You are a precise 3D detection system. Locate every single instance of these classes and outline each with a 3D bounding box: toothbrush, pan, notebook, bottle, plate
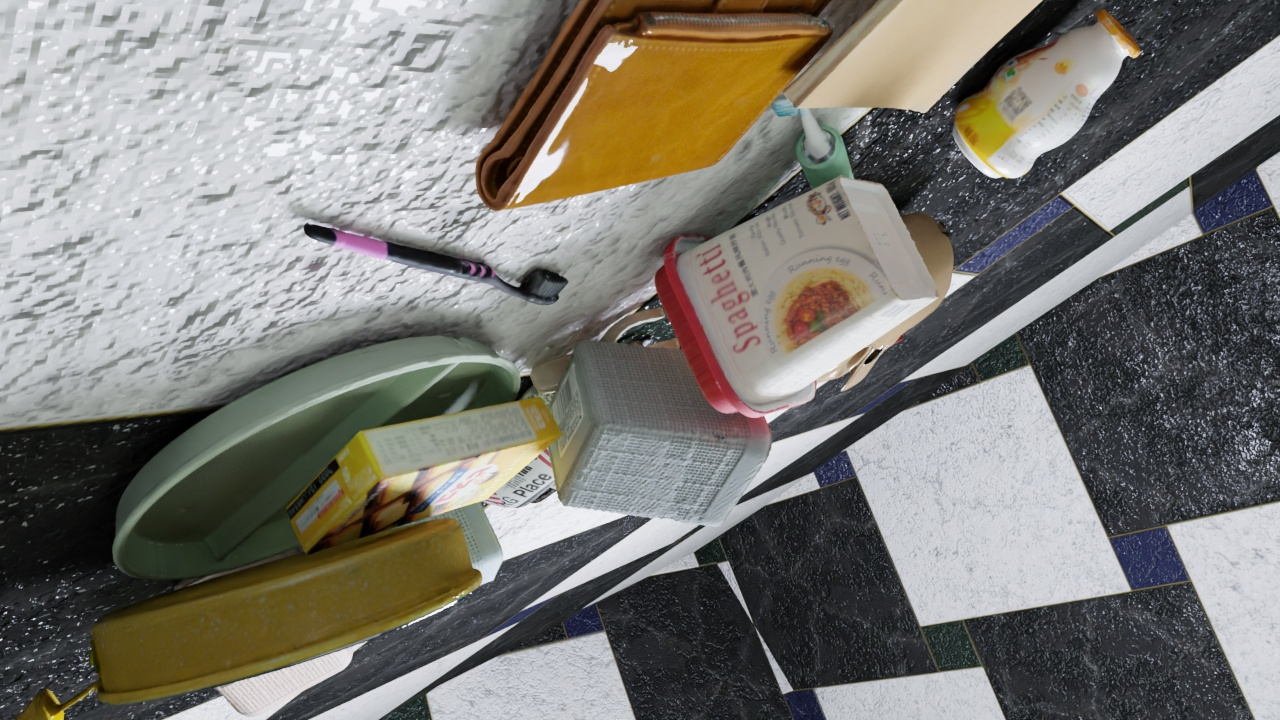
[{"bbox_3d":[-0.080,-0.043,0.413,0.018,0.014,0.189,-46,161,14],"label":"toothbrush"},{"bbox_3d":[0.106,-0.112,0.528,0.027,0.026,0.224,-11,171,17],"label":"toothbrush"},{"bbox_3d":[-0.256,0.166,0.473,0.356,0.078,0.198,-14,176,-20],"label":"pan"},{"bbox_3d":[0.160,-0.170,0.420,0.150,0.012,0.210,-42,170,32],"label":"notebook"},{"bbox_3d":[0.252,-0.165,0.572,0.063,0.063,0.109,-13,157,-50],"label":"bottle"},{"bbox_3d":[-0.173,0.054,0.512,0.230,0.027,0.230,-30,165,-9],"label":"plate"}]

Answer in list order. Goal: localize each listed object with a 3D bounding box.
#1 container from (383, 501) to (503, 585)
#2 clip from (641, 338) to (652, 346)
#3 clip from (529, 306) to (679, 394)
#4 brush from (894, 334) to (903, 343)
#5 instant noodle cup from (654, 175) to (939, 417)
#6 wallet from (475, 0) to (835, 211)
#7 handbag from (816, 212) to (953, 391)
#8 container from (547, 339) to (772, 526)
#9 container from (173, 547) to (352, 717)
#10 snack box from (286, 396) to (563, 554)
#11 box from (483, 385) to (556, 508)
[{"bbox_3d":[-0.171,0.134,0.661,0.111,0.090,0.090,-22,162,-24],"label":"container"},{"bbox_3d":[-0.005,0.002,0.705,0.024,0.028,0.057,-19,169,-32],"label":"clip"},{"bbox_3d":[-0.017,-0.006,0.620,0.098,0.035,0.099,-36,158,34],"label":"clip"},{"bbox_3d":[0.209,-0.030,0.914,0.145,0.063,0.069,-22,179,-36],"label":"brush"},{"bbox_3d":[0.093,-0.040,0.535,0.124,0.116,0.116,-29,168,33],"label":"instant noodle cup"},{"bbox_3d":[0.014,-0.107,0.349,0.130,0.035,0.119,-22,161,-44],"label":"wallet"},{"bbox_3d":[0.159,-0.040,0.721,0.204,0.100,0.148,-21,159,-45],"label":"handbag"},{"bbox_3d":[0.005,0.045,0.585,0.114,0.090,0.090,8,129,-24],"label":"container"},{"bbox_3d":[-0.263,0.184,0.642,0.089,0.090,0.111,-25,161,-22],"label":"container"},{"bbox_3d":[-0.121,0.063,0.530,0.087,0.033,0.140,-40,164,32],"label":"snack box"},{"bbox_3d":[-0.075,0.055,0.696,0.085,0.075,0.162,19,141,-27],"label":"box"}]
